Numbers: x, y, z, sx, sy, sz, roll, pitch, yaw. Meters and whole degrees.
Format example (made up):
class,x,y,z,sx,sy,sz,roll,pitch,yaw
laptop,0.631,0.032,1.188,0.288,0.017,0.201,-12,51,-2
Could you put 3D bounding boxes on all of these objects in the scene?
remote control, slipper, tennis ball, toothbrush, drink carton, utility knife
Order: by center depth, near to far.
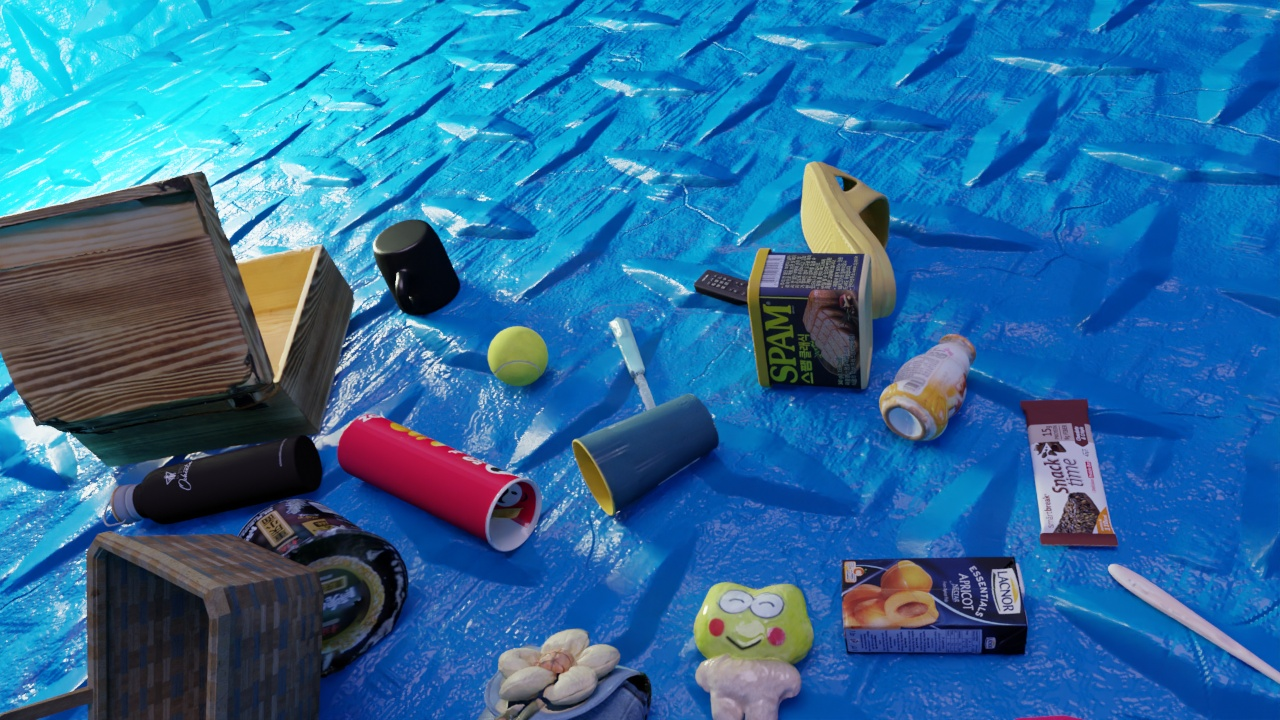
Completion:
class,x,y,z,sx,sy,sz,roll,pitch,yaw
toothbrush,0.406,0.194,0.630,0.015,0.018,0.181,-33,42,-18
drink carton,0.219,0.185,0.689,0.130,0.040,0.064,-4,43,15
utility knife,-0.006,0.006,0.984,0.022,0.016,0.179,-20,39,-1
slipper,0.236,-0.140,0.995,0.078,0.100,0.263,-11,38,-1
tennis ball,-0.134,-0.004,1.002,0.065,0.065,0.065,-10,41,9
remote control,0.123,-0.072,1.026,0.136,0.015,0.032,21,54,33

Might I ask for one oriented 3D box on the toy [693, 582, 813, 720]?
class,x,y,z,sx,sy,sz,roll,pitch,yaw
toy,0.083,0.221,0.693,0.092,0.046,0.115,0,52,15

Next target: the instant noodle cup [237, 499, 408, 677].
class,x,y,z,sx,sy,sz,roll,pitch,yaw
instant noodle cup,-0.290,0.190,0.804,0.137,0.137,0.112,-38,36,-22

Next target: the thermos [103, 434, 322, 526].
class,x,y,z,sx,sy,sz,roll,pitch,yaw
thermos,-0.458,0.133,0.968,0.231,0.061,0.061,-13,41,5

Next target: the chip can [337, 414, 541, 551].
class,x,y,z,sx,sy,sz,roll,pitch,yaw
chip can,-0.200,0.114,0.892,0.221,0.069,0.069,17,51,34

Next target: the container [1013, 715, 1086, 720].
class,x,y,z,sx,sy,sz,roll,pitch,yaw
container,0.203,0.284,0.441,0.183,0.226,0.182,-10,41,9

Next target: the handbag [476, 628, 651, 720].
class,x,y,z,sx,sy,sz,roll,pitch,yaw
handbag,-0.076,0.275,0.633,0.122,0.119,0.191,8,41,26

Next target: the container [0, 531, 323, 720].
class,x,y,z,sx,sy,sz,roll,pitch,yaw
container,-0.333,0.252,0.629,0.158,0.250,0.186,12,12,30

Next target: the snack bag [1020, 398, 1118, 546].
class,x,y,z,sx,sy,sz,roll,pitch,yaw
snack bag,0.355,0.089,0.767,0.057,0.013,0.157,-3,43,19

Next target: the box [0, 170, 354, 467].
class,x,y,z,sx,sy,sz,roll,pitch,yaw
box,-0.528,-0.053,1.003,0.279,0.316,0.281,-9,50,8

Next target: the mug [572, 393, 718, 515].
class,x,y,z,sx,sy,sz,roll,pitch,yaw
mug,0.008,0.083,0.854,0.121,0.078,0.078,-26,41,-17

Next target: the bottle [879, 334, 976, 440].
class,x,y,z,sx,sy,sz,roll,pitch,yaw
bottle,0.266,0.022,0.834,0.063,0.063,0.108,21,54,36

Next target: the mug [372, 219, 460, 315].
class,x,y,z,sx,sy,sz,roll,pitch,yaw
mug,-0.285,-0.108,1.149,0.085,0.094,0.121,-10,41,9

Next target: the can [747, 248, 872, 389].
class,x,y,z,sx,sy,sz,roll,pitch,yaw
can,0.167,-0.038,0.883,0.104,0.135,0.075,3,45,19
